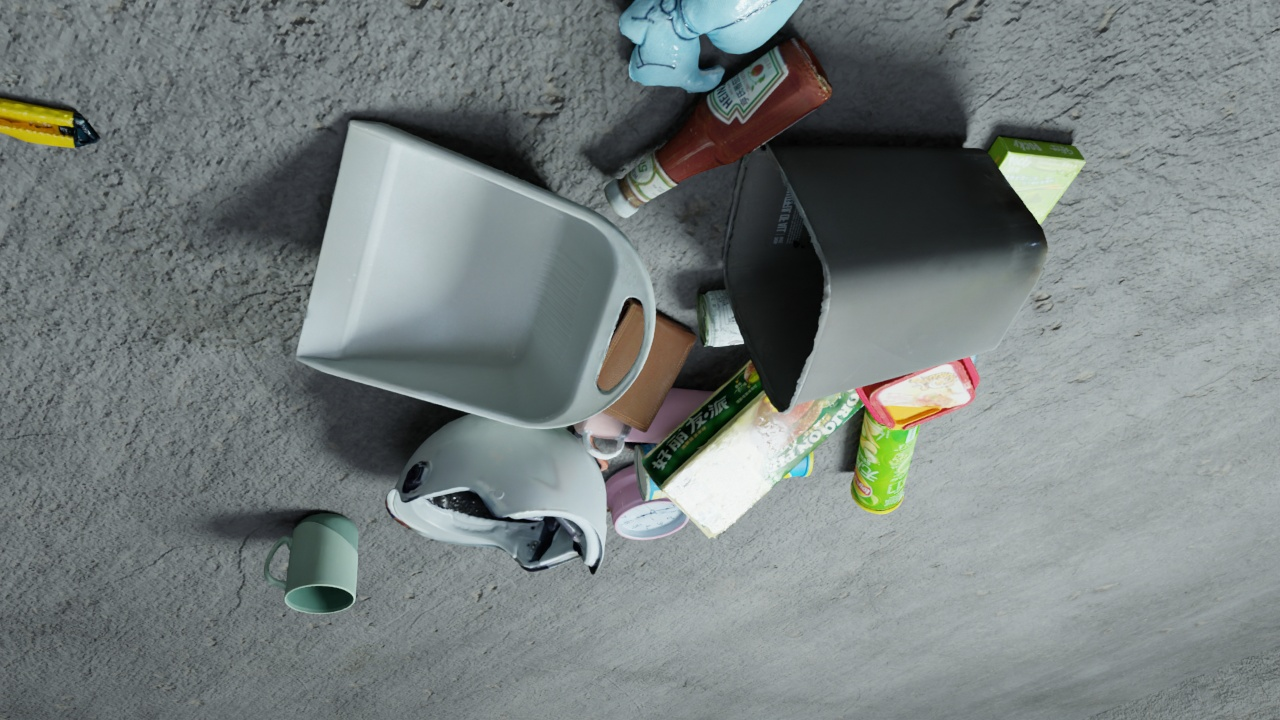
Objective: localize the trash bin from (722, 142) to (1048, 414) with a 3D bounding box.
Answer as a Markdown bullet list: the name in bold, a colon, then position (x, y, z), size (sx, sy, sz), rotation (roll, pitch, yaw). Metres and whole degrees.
- **trash bin**: position (0.210, -0.087, 0.825), size (0.219, 0.198, 0.199), rotation (-9, 144, -12)

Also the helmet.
- **helmet**: position (-0.153, 0.136, 1.039), size (0.259, 0.145, 0.229), rotation (-6, 146, 40)

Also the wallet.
- **wallet**: position (-0.006, 0.006, 0.965), size (0.101, 0.032, 0.124), rotation (28, 92, -33)

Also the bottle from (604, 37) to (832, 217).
- **bottle**: position (0.058, -0.186, 0.763), size (0.206, 0.059, 0.059), rotation (-30, 137, 24)

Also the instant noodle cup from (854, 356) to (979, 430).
- **instant noodle cup**: position (0.281, -0.009, 0.974), size (0.116, 0.124, 0.116), rotation (-25, 139, 19)

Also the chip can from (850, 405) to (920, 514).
- **chip can**: position (0.314, 0.113, 1.173), size (0.072, 0.072, 0.222), rotation (-9, 141, -1)

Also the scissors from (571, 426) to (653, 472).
- **scissors**: position (-0.051, 0.073, 1.093), size (0.213, 0.015, 0.198), rotation (14, 136, -25)

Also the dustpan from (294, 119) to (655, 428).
- **dustpan**: position (-0.128, -0.052, 0.776), size (0.257, 0.142, 0.223), rotation (9, 111, -31)

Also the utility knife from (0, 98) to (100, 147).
- **utility knife**: position (-0.521, -0.186, 0.674), size (0.218, 0.015, 0.033), rotation (7, 136, -19)

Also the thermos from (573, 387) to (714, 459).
- **thermos**: position (0.024, 0.071, 1.041), size (0.198, 0.087, 0.067), rotation (5, 155, -25)

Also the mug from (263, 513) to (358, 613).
- **mug**: position (-0.417, 0.254, 1.165), size (0.111, 0.106, 0.082), rotation (9, 138, -23)

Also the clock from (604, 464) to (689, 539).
- **clock**: position (0.028, 0.181, 1.206), size (0.159, 0.059, 0.117), rotation (-25, 140, 15)

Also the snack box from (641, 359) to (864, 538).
- **snack box**: position (0.126, 0.078, 1.014), size (0.240, 0.063, 0.114), rotation (-43, 125, 1)

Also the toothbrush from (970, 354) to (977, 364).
- **toothbrush**: position (0.389, -0.050, 1.033), size (0.017, 0.016, 0.188), rotation (-13, 142, -8)

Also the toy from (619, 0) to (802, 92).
- **toy**: position (0.060, -0.263, 0.675), size (0.156, 0.049, 0.161), rotation (-12, 149, 4)

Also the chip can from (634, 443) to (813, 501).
- **chip can**: position (0.101, 0.123, 1.127), size (0.210, 0.071, 0.071), rotation (-8, 142, -10)

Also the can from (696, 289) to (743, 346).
- **can**: position (0.134, -0.050, 0.946), size (0.146, 0.058, 0.058), rotation (-7, 141, -4)

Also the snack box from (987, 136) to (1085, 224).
- **snack box**: position (0.353, -0.146, 0.899), size (0.085, 0.026, 0.157), rotation (2, 140, -14)
